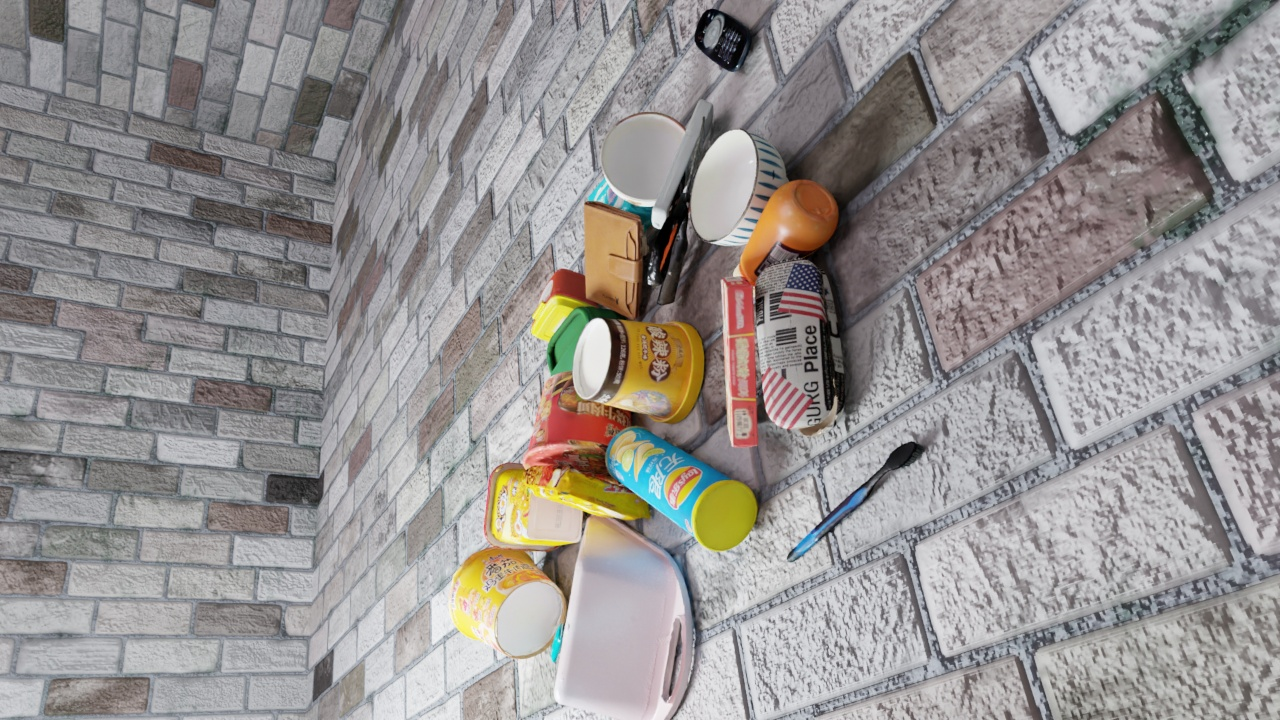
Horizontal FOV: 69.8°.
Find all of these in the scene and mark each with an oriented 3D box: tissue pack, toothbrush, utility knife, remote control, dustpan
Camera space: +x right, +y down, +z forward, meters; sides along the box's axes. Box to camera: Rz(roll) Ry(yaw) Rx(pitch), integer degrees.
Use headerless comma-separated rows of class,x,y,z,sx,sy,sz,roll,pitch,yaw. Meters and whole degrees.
tissue pack,-0.025,-0.202,1.204,0.134,0.050,0.093,-43,47,50
toothbrush,0.177,0.124,0.776,0.190,0.016,0.014,-56,45,41
utility knife,-0.101,0.349,1.134,0.166,0.013,0.029,106,171,-62
remote control,0.049,-0.221,1.044,0.058,0.021,0.150,75,-144,-78
dustpan,-0.018,0.309,1.077,0.273,0.139,0.222,-86,5,-87
remote control,0.099,-0.368,1.057,0.053,0.024,0.136,-67,30,26

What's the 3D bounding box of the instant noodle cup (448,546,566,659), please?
instant noodle cup,-0.173,0.329,1.231,0.110,0.137,0.138,14,93,54

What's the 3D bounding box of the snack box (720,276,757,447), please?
snack box,0.094,-0.001,0.873,0.075,0.025,0.153,-81,-12,-78

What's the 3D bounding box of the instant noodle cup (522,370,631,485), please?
instant noodle cup,-0.071,0.083,1.123,0.138,0.137,0.108,-38,41,51

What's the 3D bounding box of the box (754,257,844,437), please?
box,0.138,-0.017,0.817,0.075,0.082,0.163,-28,55,49

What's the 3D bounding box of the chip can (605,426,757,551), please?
chip can,0.037,0.129,0.967,0.210,0.071,0.071,25,103,61

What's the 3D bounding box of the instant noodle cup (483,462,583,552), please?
instant noodle cup,-0.134,0.195,1.207,0.124,0.116,0.116,-10,73,61

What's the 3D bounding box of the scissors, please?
scissors,0.046,-0.151,1.017,0.221,0.022,0.232,99,-170,-46

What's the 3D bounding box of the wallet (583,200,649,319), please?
wallet,-0.034,-0.128,1.164,0.108,0.031,0.132,28,128,42

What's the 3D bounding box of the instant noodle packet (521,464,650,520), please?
instant noodle packet,-0.061,0.155,1.076,0.111,0.128,0.044,-1,69,59

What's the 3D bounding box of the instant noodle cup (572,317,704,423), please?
instant noodle cup,-0.006,0.006,1.038,0.119,0.114,0.118,-30,55,55

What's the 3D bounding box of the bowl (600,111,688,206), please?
bowl,0.010,-0.235,1.110,0.062,0.113,0.113,77,-164,-77

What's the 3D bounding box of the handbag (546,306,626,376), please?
handbag,-0.066,-0.001,1.209,0.132,0.067,0.120,-44,52,46

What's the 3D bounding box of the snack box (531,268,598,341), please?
snack box,-0.107,-0.076,1.287,0.091,0.082,0.080,-51,30,41

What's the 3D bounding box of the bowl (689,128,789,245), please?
bowl,0.108,-0.170,0.933,0.117,0.066,0.116,-27,58,55

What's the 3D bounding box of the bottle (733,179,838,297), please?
bottle,0.130,-0.107,0.884,0.150,0.066,0.066,125,144,-51
